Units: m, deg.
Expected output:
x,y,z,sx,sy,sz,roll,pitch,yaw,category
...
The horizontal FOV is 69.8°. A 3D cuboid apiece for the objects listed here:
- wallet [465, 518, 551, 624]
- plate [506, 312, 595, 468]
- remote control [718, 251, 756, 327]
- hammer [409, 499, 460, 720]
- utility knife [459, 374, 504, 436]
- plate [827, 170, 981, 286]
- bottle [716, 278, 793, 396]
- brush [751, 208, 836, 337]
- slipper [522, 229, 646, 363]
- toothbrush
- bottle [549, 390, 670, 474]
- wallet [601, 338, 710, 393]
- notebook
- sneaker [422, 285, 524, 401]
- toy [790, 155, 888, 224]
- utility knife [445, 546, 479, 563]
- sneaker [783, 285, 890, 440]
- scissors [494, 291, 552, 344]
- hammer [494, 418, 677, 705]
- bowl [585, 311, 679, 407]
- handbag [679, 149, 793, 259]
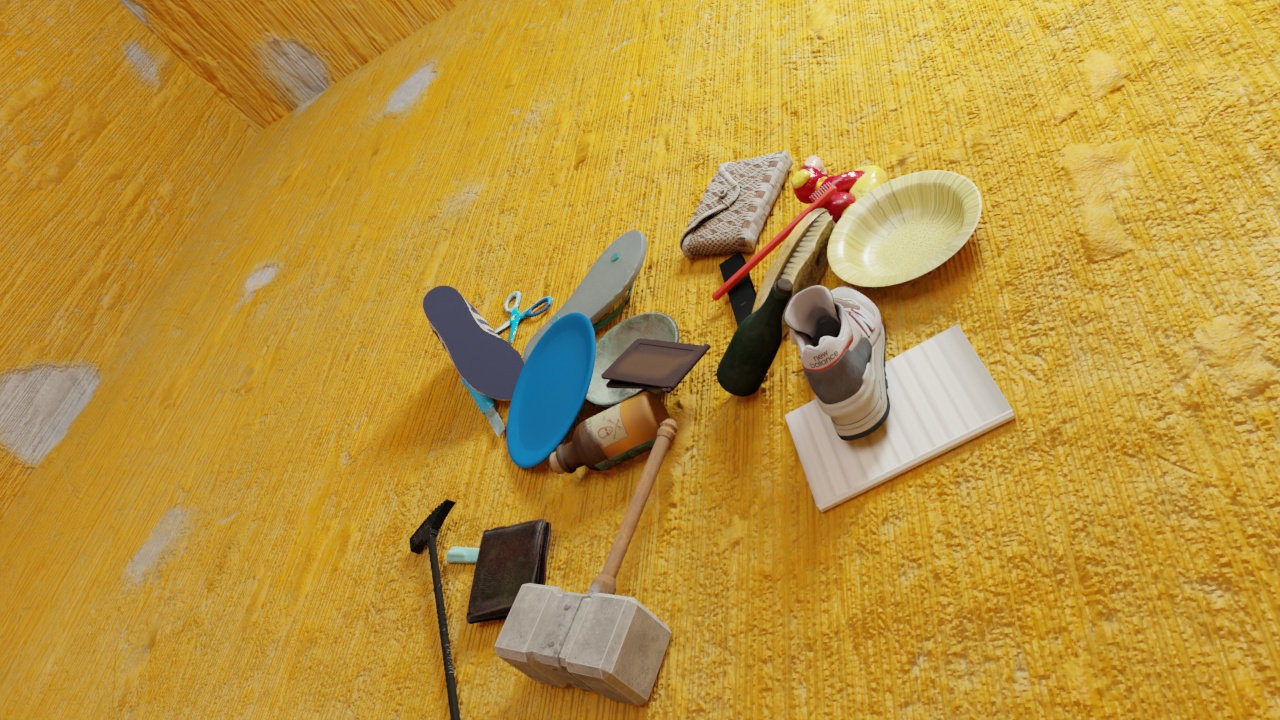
x,y,z,sx,sy,sz,roll,pitch,yaw,category
-0.157,0.254,1.107,0.100,0.031,0.119,-16,51,26,wallet
-0.117,0.042,1.255,0.225,0.024,0.223,-39,39,40,plate
0.134,-0.091,1.216,0.034,0.013,0.149,-33,37,19,remote control
-0.242,0.309,1.134,0.095,0.015,0.324,-50,36,19,hammer
-0.242,0.060,1.402,0.031,0.015,0.221,-43,33,0,utility knife
0.315,-0.146,1.088,0.185,0.036,0.184,-24,40,22,plate
0.134,-0.029,1.030,0.055,0.175,0.055,7,52,-10,bottle
0.193,-0.109,1.141,0.043,0.059,0.195,18,69,38,brush
-0.070,-0.075,1.367,0.269,0.054,0.098,-47,37,11,slipper
0.170,-0.155,1.196,0.213,0.012,0.018,-43,59,16,toothbrush
-0.042,0.098,1.137,0.157,0.068,0.067,-27,39,19,bottle
0.017,0.006,1.134,0.116,0.018,0.091,3,39,42,wallet
0.260,0.058,0.952,0.210,0.009,0.142,-30,37,16,notebook
-0.252,-0.004,1.440,0.091,0.118,0.233,-39,70,-14,sneaker
0.258,-0.217,1.202,0.137,0.067,0.105,24,73,38,toy
-0.190,0.248,1.161,0.166,0.015,0.022,-7,61,39,utility knife
0.206,-0.035,0.987,0.089,0.124,0.239,-26,33,21,sneaker
-0.197,-0.078,1.506,0.140,0.011,0.133,-24,37,25,scissors
-0.019,0.196,1.002,0.163,0.083,0.316,-4,50,40,hammer
-0.007,0.007,1.223,0.158,0.038,0.157,-25,39,22,bowl
0.136,-0.228,1.329,0.124,0.047,0.185,0,53,41,handbag
